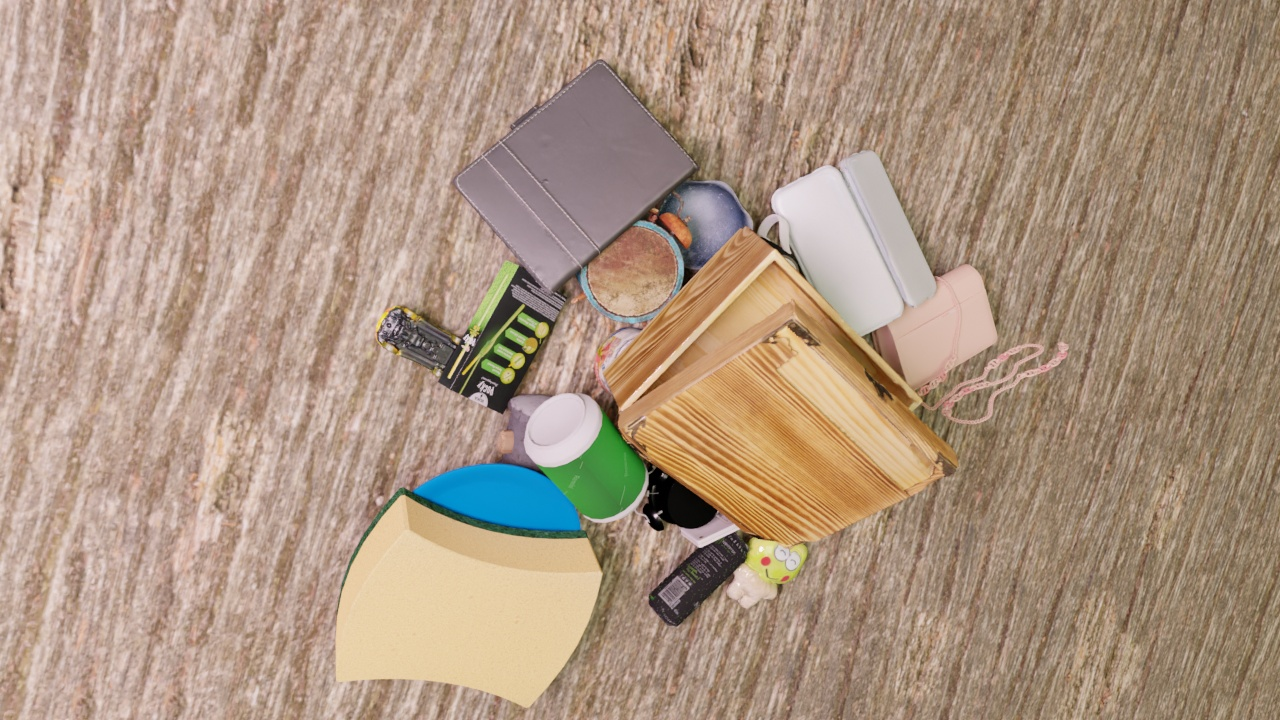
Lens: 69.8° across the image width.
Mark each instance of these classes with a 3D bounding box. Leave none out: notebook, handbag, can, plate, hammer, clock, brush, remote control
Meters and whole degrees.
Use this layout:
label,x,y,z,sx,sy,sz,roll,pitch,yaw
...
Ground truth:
label,x,y,z,sx,sy,sz,roll,pitch,yaw
notebook,-0.070,-0.196,0.963,0.209,0.029,0.169,-40,84,-7
handbag,0.419,-0.036,1.168,0.198,0.187,0.117,-28,117,-13
can,-0.006,0.006,1.064,0.086,0.043,0.086,-5,102,-25
plate,-0.177,0.204,1.014,0.224,0.024,0.225,-8,119,-15
can,-0.055,0.104,0.967,0.087,0.088,0.140,-45,131,-11
hammer,-0.010,0.087,1.073,0.327,0.052,0.098,0,115,-30
clock,0.046,0.162,1.113,0.120,0.042,0.091,3,100,-26
clock,-0.007,-0.122,1.016,0.121,0.073,0.158,20,103,-15
brush,-0.185,0.258,0.979,0.250,0.075,0.195,19,109,-26
remote control,0.120,0.196,1.151,0.135,0.050,0.011,-21,107,-20
can,0.072,0.269,1.141,0.137,0.054,0.054,-41,113,-12

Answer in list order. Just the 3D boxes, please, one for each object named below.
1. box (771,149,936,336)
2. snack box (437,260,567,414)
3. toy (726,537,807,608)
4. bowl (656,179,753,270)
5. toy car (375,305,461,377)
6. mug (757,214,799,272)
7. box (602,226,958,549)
label,x,y,z,sx,sy,sz,roll,pitch,yaw
box,0.274,-0.146,1.128,0.185,0.084,0.210,-25,93,-14
snack box,-0.147,-0.024,0.989,0.080,0.025,0.147,32,85,-47
toy,0.161,0.269,1.187,0.092,0.046,0.115,40,90,-30
bowl,0.075,-0.161,1.053,0.110,0.055,0.110,6,116,12
toy car,-0.227,-0.017,0.966,0.107,0.030,0.049,33,84,-31
mug,0.145,-0.117,1.077,0.085,0.100,0.119,27,88,-26
box,0.138,0.063,0.972,0.259,0.220,0.279,-45,119,10
